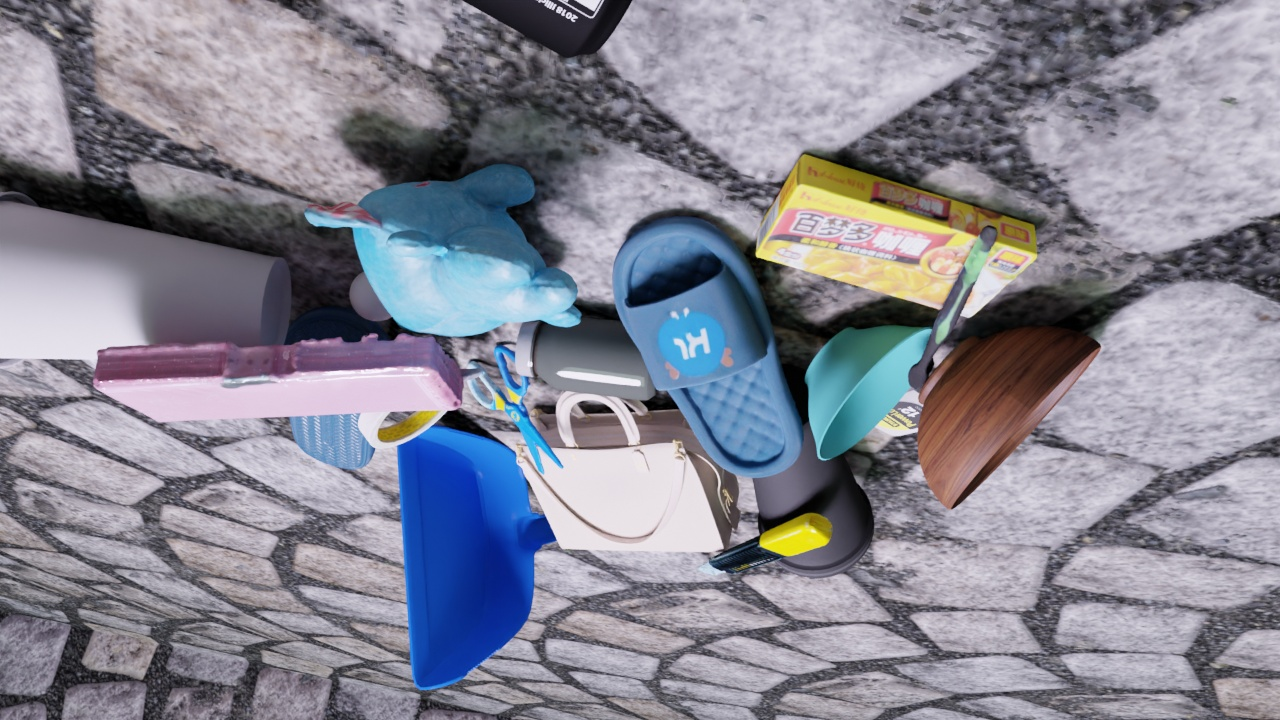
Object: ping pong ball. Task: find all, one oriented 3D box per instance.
[{"bbox_3d":[-0.202,-0.050,0.703,0.040,0.040,0.040,8,149,5],"label":"ping pong ball"}]

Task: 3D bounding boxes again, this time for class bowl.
[{"bbox_3d":[0.154,0.011,0.660,0.046,0.121,0.121,44,161,26],"label":"bowl"},{"bbox_3d":[0.236,0.025,0.630,0.069,0.147,0.147,43,158,23],"label":"bowl"}]

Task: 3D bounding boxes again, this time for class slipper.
[{"bbox_3d":[-0.274,0.024,0.835,0.104,0.059,0.214,20,135,-5],"label":"slipper"},{"bbox_3d":[0.045,0.001,0.639,0.104,0.059,0.214,-12,117,30],"label":"slipper"}]

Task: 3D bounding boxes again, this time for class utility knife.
[{"bbox_3d":[0.102,0.167,0.802,0.029,0.020,0.187,37,144,-10],"label":"utility knife"}]

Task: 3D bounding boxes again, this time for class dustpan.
[{"bbox_3d":[-0.150,0.186,0.968,0.060,0.245,0.257,-6,176,20],"label":"dustpan"}]

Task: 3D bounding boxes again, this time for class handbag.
[{"bbox_3d":[-0.021,0.090,0.843,0.195,0.101,0.198,-4,134,23],"label":"handbag"}]

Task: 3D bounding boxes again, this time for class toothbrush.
[{"bbox_3d":[0.198,-0.030,0.586,0.014,0.017,0.188,32,157,18],"label":"toothbrush"}]

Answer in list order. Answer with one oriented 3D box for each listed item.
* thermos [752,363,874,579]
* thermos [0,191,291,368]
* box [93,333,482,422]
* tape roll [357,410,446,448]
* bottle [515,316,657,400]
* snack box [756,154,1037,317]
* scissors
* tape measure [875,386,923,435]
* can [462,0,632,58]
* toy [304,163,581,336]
[{"bbox_3d":[0.136,0.096,0.787,0.106,0.105,0.219,-2,142,21],"label":"thermos"},{"bbox_3d":[-0.390,-0.051,0.695,0.222,0.131,0.132,6,150,-7],"label":"thermos"},{"bbox_3d":[-0.246,0.020,0.683,0.233,0.050,0.180,-3,172,2],"label":"box"},{"bbox_3d":[-0.204,0.040,0.813,0.019,0.093,0.094,49,153,16],"label":"tape roll"},{"bbox_3d":[-0.038,-0.004,0.709,0.108,0.060,0.060,7,149,6],"label":"bottle"},{"bbox_3d":[0.154,-0.073,0.564,0.152,0.025,0.075,15,150,-7],"label":"snack box"},{"bbox_3d":[-0.113,0.049,0.803,0.097,0.020,0.133,-3,112,45],"label":"scissors"},{"bbox_3d":[0.210,0.036,0.736,0.064,0.016,0.065,30,144,-29],"label":"tape measure"},{"bbox_3d":[-0.069,-0.194,0.383,0.146,0.080,0.080,24,147,-21],"label":"can"},{"bbox_3d":[-0.106,-0.071,0.576,0.183,0.114,0.181,25,169,-38],"label":"toy"}]
